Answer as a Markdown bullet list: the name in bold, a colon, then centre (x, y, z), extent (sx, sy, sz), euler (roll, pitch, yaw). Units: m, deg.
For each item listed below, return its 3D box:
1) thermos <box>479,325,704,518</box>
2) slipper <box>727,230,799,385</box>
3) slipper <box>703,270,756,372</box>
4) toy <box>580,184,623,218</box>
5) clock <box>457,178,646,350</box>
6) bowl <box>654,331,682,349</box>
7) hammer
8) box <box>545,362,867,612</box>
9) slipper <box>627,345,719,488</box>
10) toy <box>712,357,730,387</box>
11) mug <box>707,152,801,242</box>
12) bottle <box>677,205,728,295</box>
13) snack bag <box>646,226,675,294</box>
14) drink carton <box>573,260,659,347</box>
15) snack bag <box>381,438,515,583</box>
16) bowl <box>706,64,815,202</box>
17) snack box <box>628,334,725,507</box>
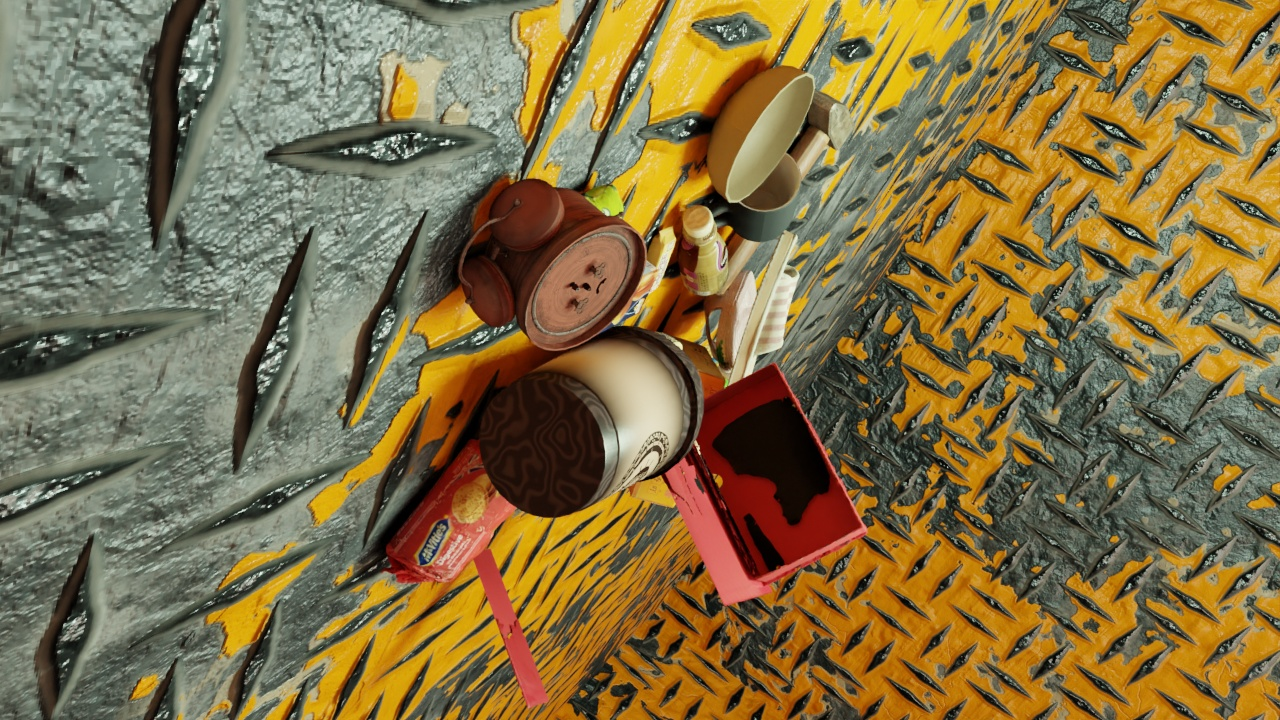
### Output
- **thermos**: centre (-0.047, 0.061, 0.917), extent (0.173, 0.173, 0.225), euler (-58, 167, 20)
- **slipper**: centre (0.158, -0.035, 1.172), extent (0.115, 0.052, 0.263), euler (-43, 152, -76)
- **slipper**: centre (0.123, -0.063, 1.318), extent (0.238, 0.064, 0.094), euler (-61, 144, -60)
- **toy**: centre (-0.048, -0.114, 0.806), extent (0.094, 0.036, 0.094), euler (-47, 164, 11)
- **clock**: centre (-0.072, -0.076, 0.709), extent (0.157, 0.072, 0.121), euler (-2, 129, -52)
- **bowl**: centre (-0.007, 0.007, 1.139), extent (0.112, 0.061, 0.112), euler (-47, 164, -19)
- **hammer**: centre (0.177, -0.216, 1.228), extent (0.301, 0.037, 0.157), euler (-56, 164, 10)
- **box**: centre (0.080, 0.108, 0.916), extent (0.198, 0.217, 0.351), euler (-30, 157, 11)
- **slipper**: centre (0.051, 0.092, 1.439), extent (0.263, 0.099, 0.078), euler (-53, 167, -14)
- **toy**: centre (0.098, 0.029, 1.363), extent (0.096, 0.131, 0.124), euler (-30, 153, -43)
- **mug**: centre (0.126, -0.186, 1.085), extent (0.121, 0.085, 0.094), euler (-23, 162, -3)
- **bottle**: centre (0.071, -0.130, 1.068), extent (0.059, 0.059, 0.166), euler (-50, 164, -9)
- **snack bag**: centre (0.017, -0.109, 1.031), extent (0.026, 0.020, 0.099), euler (-37, 158, -41)
- **drink carton**: centre (-0.038, -0.063, 0.933), extent (0.129, 0.040, 0.064), euler (-32, 153, -53)
- **snack bag**: centre (-0.181, 0.156, 0.929), extent (0.176, 0.082, 0.082), euler (-52, 165, -1)
- **bowl**: centre (0.117, -0.244, 0.962), extent (0.152, 0.050, 0.152), euler (-47, 164, -19)
- **snack box**: centre (0.048, 0.083, 1.255), extent (0.145, 0.080, 0.195), euler (-108, -143, -71)
